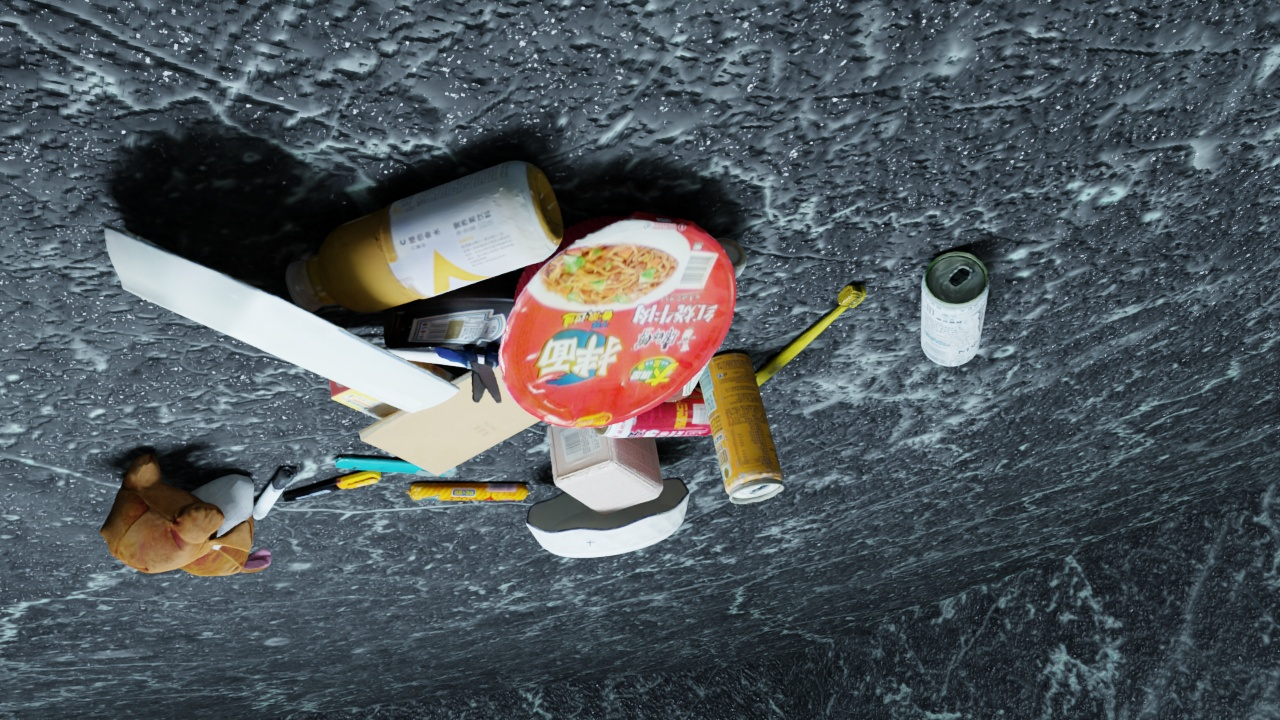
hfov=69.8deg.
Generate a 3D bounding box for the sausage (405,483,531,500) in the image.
[{"bbox_3d":[-0.211,0.163,1.138,0.165,0.021,0.022,5,150,-31],"label":"sausage"}]

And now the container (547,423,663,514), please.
[{"bbox_3d":[-0.042,0.108,1.023,0.090,0.090,0.111,-20,150,18],"label":"container"}]

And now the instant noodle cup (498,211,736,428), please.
[{"bbox_3d":[-0.024,-0.040,0.700,0.193,0.066,0.194,-17,136,-17],"label":"instant noodle cup"}]

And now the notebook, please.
[{"bbox_3d":[-0.140,0.042,0.882,0.211,0.012,0.149,-29,154,5],"label":"notebook"}]

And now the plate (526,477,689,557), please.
[{"bbox_3d":[-0.038,0.191,1.131,0.205,0.045,0.204,-10,-172,1],"label":"plate"}]

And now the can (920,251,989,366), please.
[{"bbox_3d":[0.300,-0.046,0.880,0.058,0.058,0.147,-16,154,9],"label":"can"}]

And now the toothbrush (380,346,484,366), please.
[{"bbox_3d":[-0.210,-0.004,0.777,0.180,0.016,0.016,5,146,-17],"label":"toothbrush"}]

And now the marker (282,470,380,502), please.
[{"bbox_3d":[-0.354,0.145,1.049,0.124,0.015,0.018,-15,150,11],"label":"marker"}]

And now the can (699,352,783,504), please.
[{"bbox_3d":[0.100,0.067,0.926,0.058,0.145,0.058,-9,154,-5],"label":"can"}]

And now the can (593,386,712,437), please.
[{"bbox_3d":[0.017,0.054,0.970,0.132,0.053,0.053,1,152,-28],"label":"can"}]

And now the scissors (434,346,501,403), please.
[{"bbox_3d":[-0.137,0.005,0.728,0.125,0.012,0.173,10,-164,13],"label":"scissors"}]

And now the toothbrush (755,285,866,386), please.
[{"bbox_3d":[0.163,-0.022,0.922,0.016,0.015,0.191,7,149,-25],"label":"toothbrush"}]

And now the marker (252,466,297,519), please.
[{"bbox_3d":[-0.414,0.150,1.032,0.022,0.018,0.131,-3,155,-38],"label":"marker"}]

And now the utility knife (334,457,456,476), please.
[{"bbox_3d":[-0.272,0.121,1.037,0.151,0.012,0.029,11,144,-39],"label":"utility knife"}]

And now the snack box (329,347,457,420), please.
[{"bbox_3d":[-0.211,0.034,0.867,0.077,0.027,0.155,-22,153,16],"label":"snack box"}]

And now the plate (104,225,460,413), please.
[{"bbox_3d":[-0.240,-0.016,0.636,0.162,0.034,0.265,19,171,32],"label":"plate"}]

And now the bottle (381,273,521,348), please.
[{"bbox_3d":[-0.105,-0.040,0.741,0.194,0.044,0.080,-1,155,-23],"label":"bottle"}]

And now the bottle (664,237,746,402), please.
[{"bbox_3d":[0.045,-0.033,0.803,0.059,0.059,0.207,-4,151,-16],"label":"bottle"}]

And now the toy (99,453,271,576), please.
[{"bbox_3d":[-0.460,0.165,0.951,0.130,0.140,0.200,-49,164,-19],"label":"toy"}]

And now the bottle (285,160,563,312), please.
[{"bbox_3d":[-0.148,-0.076,0.618,0.190,0.068,0.068,-16,154,13],"label":"bottle"}]
